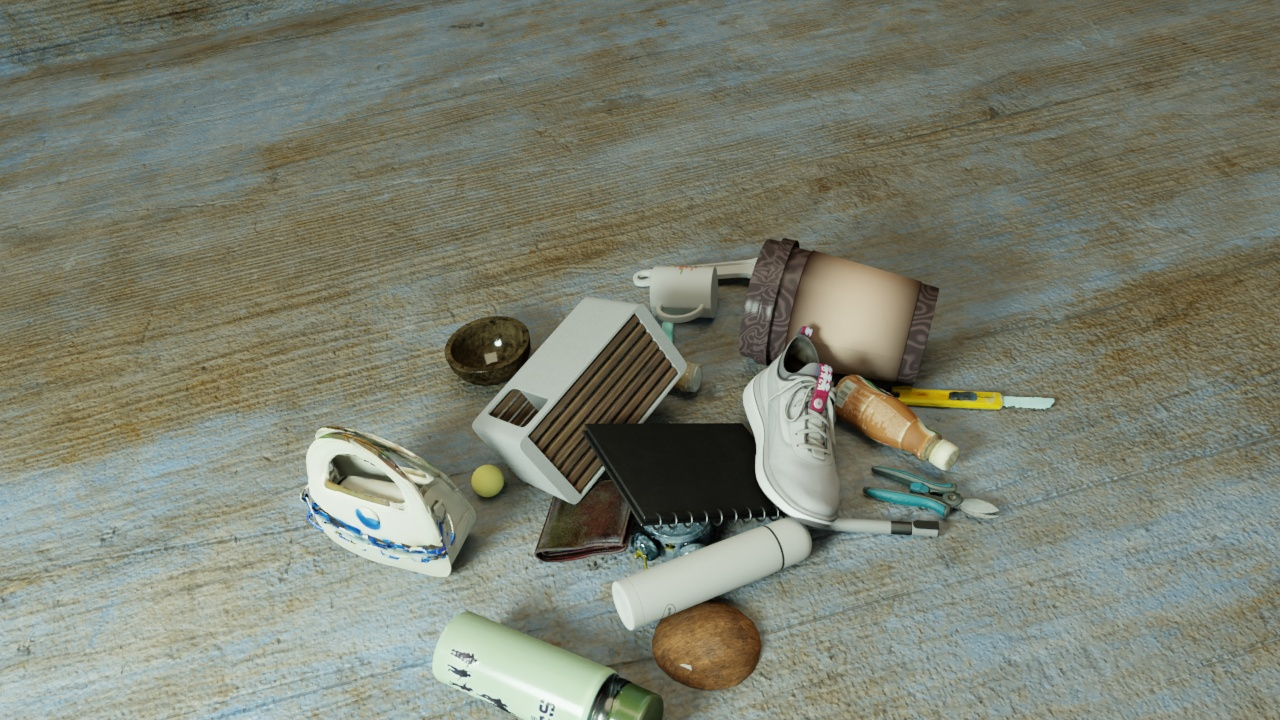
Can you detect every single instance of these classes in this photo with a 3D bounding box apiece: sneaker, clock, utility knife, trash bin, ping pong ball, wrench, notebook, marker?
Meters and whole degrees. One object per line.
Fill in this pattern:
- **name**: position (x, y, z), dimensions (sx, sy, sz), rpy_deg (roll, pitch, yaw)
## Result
- **sneaker**: position (0.194, 0.075, 1.075), dimensions (0.096, 0.129, 0.262), rpy_deg (13, 37, -15)
- **clock**: position (0.040, 0.191, 1.045), dimensions (0.090, 0.052, 0.129), rpy_deg (7, 43, 17)
- **utility knife**: position (0.038, -0.029, 1.322), dimensions (0.022, 0.015, 0.119), rpy_deg (-2, 40, 6)
- **utility knife**: position (0.415, 0.049, 1.167), dimensions (0.207, 0.018, 0.030), rpy_deg (4, 52, 11)
- **trash bin**: position (-0.073, 0.043, 1.125), dimensions (0.228, 0.114, 0.115), rpy_deg (-50, 33, -20)
- **ping pong ball**: position (-0.190, 0.150, 1.143), dimensions (0.040, 0.040, 0.040), rpy_deg (-5, 41, 5)
- **wrench**: position (0.120, -0.131, 1.405), dimensions (0.273, 0.018, 0.086), rpy_deg (-5, 37, 13)
- **notebook**: position (0.067, 0.128, 1.058), dimensions (0.231, 0.019, 0.169), rpy_deg (2, 33, -32)
- **marker**: position (0.263, 0.187, 1.035), dimensions (0.140, 0.016, 0.016), rpy_deg (2, 42, 12)

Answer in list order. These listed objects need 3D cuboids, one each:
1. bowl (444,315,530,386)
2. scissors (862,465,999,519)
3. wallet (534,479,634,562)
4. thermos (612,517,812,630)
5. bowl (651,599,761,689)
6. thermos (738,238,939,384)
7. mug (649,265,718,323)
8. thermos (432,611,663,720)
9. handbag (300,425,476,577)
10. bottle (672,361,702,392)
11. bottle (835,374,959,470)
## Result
- **bowl**: position (-0.212, -0.004, 1.308), dimensions (0.121, 0.056, 0.121), rpy_deg (-5, 41, 5)
- **scissors**: position (0.331, 0.152, 1.060), dimensions (0.132, 0.019, 0.148), rpy_deg (-17, 41, -8)
- **wallet**: position (-0.059, 0.185, 1.069), dimensions (0.120, 0.031, 0.099), rpy_deg (-14, 39, 26)
- **thermos**: position (0.081, 0.224, 0.981), dimensions (0.223, 0.052, 0.052), rpy_deg (-16, 41, -20)
- **bowl**: position (0.067, 0.287, 0.951), dimensions (0.114, 0.026, 0.101), rpy_deg (11, 45, 22)
- **thermos**: position (0.261, -0.057, 1.205), dimensions (0.226, 0.173, 0.172), rpy_deg (14, 46, 15)
- **mug**: position (0.062, -0.092, 1.343), dimensions (0.090, 0.074, 0.105), rpy_deg (2, 43, 13)
- **thermos**: position (-0.089, 0.321, 0.908), dimensions (0.232, 0.082, 0.082), rpy_deg (13, 46, 24)
- **handbag**: position (-0.294, 0.159, 1.036), dimensions (0.201, 0.200, 0.092), rpy_deg (8, 48, 22)
- **bottle**: position (-0.007, 0.007, 1.261), dimensions (0.186, 0.053, 0.053), rpy_deg (12, 46, 22)
- **bottle**: position (0.309, 0.078, 1.116), dimensions (0.059, 0.059, 0.167), rpy_deg (-33, 46, -25)
